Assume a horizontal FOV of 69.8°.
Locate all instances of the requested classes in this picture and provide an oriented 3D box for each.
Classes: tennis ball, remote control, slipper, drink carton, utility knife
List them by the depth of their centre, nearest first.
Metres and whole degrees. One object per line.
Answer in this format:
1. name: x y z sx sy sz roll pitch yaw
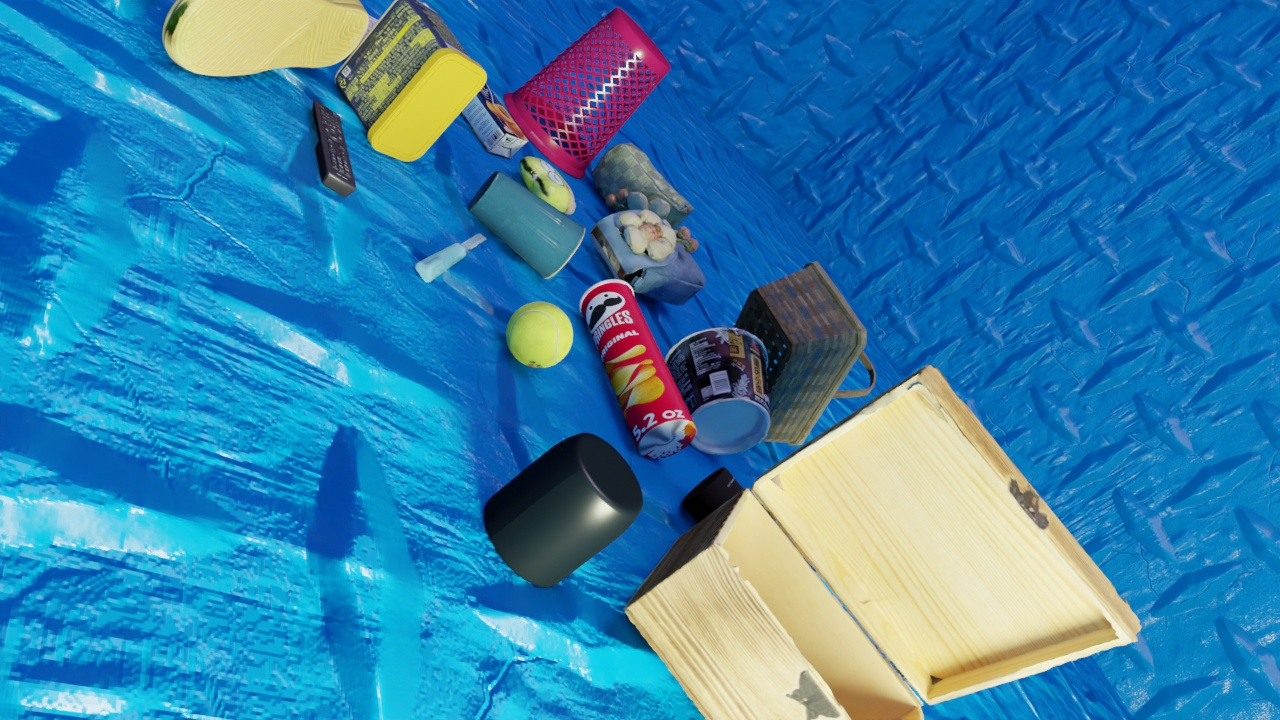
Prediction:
1. slipper: -0.348 -0.325 0.848 0.078 0.100 0.262 44 22 -1
2. remote control: -0.295 -0.203 0.874 0.032 0.015 0.136 31 24 -44
3. tennis ball: -0.099 -0.025 0.902 0.065 0.065 0.065 43 20 -20
4. utility knife: -0.188 -0.111 0.940 0.022 0.016 0.179 48 21 -8
5. drink carton: -0.218 -0.345 1.276 0.130 0.040 0.064 54 19 13

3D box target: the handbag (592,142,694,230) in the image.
1. handbag: -0.011 -0.266 1.507 0.186 0.113 0.116 49 32 6

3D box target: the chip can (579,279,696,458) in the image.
1. chip can: -0.006 0.006 1.047 0.069 0.069 0.220 29 28 -46

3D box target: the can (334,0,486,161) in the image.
1. can: -0.249 -0.301 0.981 0.104 0.135 0.075 55 20 21

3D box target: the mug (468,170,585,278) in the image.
1. mug: -0.136 -0.162 1.072 0.121 0.078 0.078 36 23 -21

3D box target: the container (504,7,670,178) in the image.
1. container: -0.076 -0.440 1.482 0.183 0.226 0.183 43 20 -20

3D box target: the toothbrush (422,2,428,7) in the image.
1. toothbrush: -0.327 -0.493 1.343 0.015 0.018 0.181 39 23 -28

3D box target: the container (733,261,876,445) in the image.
1. container: 0.227 -0.005 1.275 0.186 0.251 0.157 -9 53 -26

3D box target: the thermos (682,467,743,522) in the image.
1. thermos: 0.141 0.222 0.984 0.231 0.061 0.061 50 19 0

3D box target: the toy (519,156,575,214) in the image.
1. toy: -0.125 -0.241 1.283 0.092 0.046 0.115 53 11 17

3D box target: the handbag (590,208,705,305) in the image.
1. handbag: 0.023 -0.152 1.334 0.191 0.119 0.121 13 41 -52

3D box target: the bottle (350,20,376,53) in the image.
1. bottle: -0.307 -0.364 1.072 0.108 0.063 0.063 33 26 -42

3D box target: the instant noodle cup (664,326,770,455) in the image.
1. instant noodle cup: 0.100 0.045 1.141 0.137 0.137 0.112 37 31 -34

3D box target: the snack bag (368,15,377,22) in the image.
1. snack bag: -0.349 -0.429 1.177 0.057 0.013 0.157 57 20 16

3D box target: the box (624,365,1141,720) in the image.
1. box: 0.213 0.198 0.797 0.279 0.316 0.281 50 11 6

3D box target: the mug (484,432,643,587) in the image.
1. mug: -0.050 0.109 0.716 0.085 0.095 0.121 52 19 5
